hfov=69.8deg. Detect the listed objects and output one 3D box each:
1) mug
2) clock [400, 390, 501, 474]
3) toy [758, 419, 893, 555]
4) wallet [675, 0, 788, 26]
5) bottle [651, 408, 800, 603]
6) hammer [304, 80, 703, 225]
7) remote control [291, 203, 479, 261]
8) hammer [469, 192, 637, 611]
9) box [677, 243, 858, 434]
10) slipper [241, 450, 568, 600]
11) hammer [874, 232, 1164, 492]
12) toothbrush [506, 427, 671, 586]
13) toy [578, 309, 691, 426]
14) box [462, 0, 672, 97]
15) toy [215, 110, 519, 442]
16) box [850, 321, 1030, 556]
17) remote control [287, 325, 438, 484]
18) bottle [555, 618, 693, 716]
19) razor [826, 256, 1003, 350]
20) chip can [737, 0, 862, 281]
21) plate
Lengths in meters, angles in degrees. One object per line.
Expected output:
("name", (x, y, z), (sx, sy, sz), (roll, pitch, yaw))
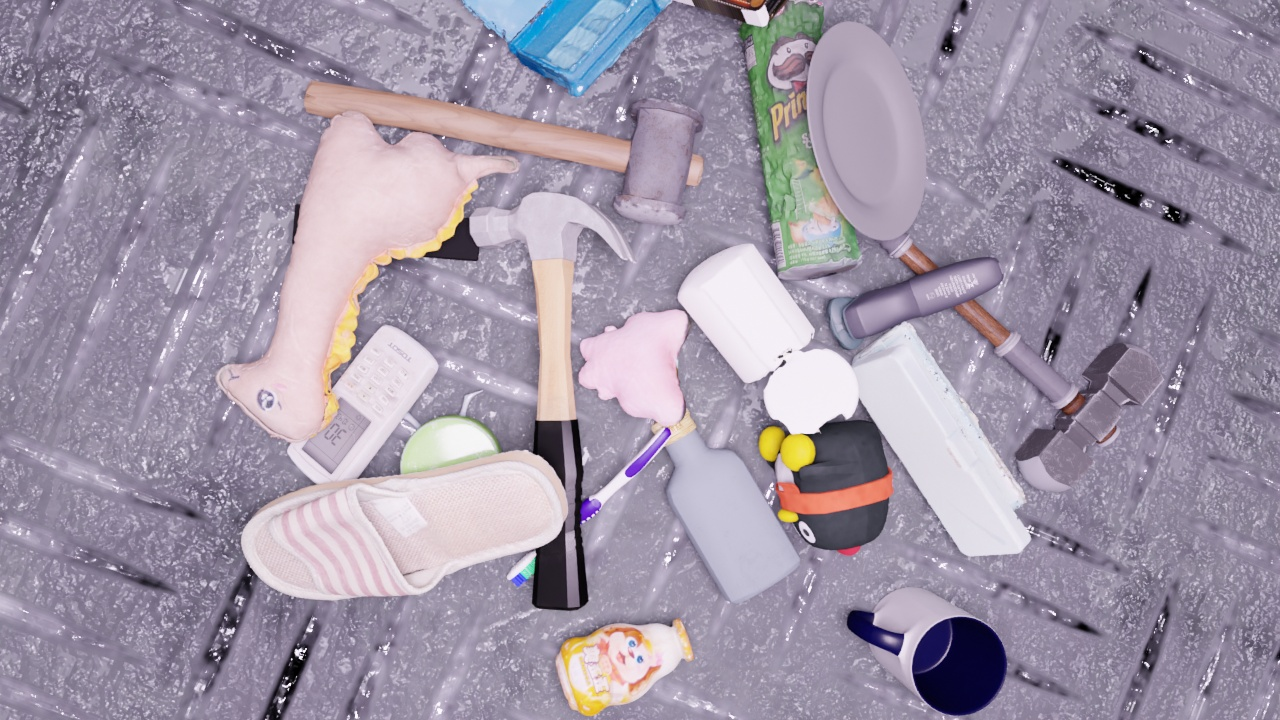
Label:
("mug", (0.227, 0.233, 0.759), (0.112, 0.097, 0.078), (18, 88, -6))
("clock", (-0.152, 0.092, 0.748), (0.094, 0.042, 0.119), (-18, 92, -5))
("toy", (0.159, 0.109, 0.755), (0.099, 0.097, 0.119), (-11, 93, -10))
("wallet", (0.072, -0.317, 0.748), (0.123, 0.019, 0.072), (34, 84, 35))
("bottle", (0.063, 0.116, 0.767), (0.072, 0.046, 0.161), (-30, 89, -5))
("hammer", (-0.110, -0.188, 0.756), (0.328, 0.052, 0.098), (11, 89, -3))
("remote control", (-0.209, -0.105, 0.758), (0.150, 0.013, 0.034), (4, 88, -5))
("hammer", (-0.067, 0.032, 0.732), (0.131, 0.039, 0.328), (-2, 89, 19))
("box", (0.102, -0.016, 0.739), (0.084, 0.118, 0.160), (-38, 96, -3))
("slipper", (-0.185, 0.131, 0.699), (0.263, 0.052, 0.115), (-14, 115, 11))
("hammer", (0.291, -0.041, 0.799), (0.322, 0.043, 0.156), (42, 86, -2))
("toothbrush", (-0.042, 0.121, 0.756), (0.187, 0.015, 0.016), (-43, 97, 8))
("toy", (-0.004, 0.004, 0.757), (0.093, 0.050, 0.102), (-2, 66, 9))
("box", (-0.030, -0.342, 0.760), (0.173, 0.066, 0.231), (42, 86, 14))
("toy", (-0.214, -0.059, 0.715), (0.196, 0.065, 0.264), (12, 88, 2))
("box", (0.264, 0.062, 0.786), (0.096, 0.086, 0.199), (-36, 95, -33))
("remote control", (-0.223, 0.039, 0.741), (0.060, 0.025, 0.138), (35, 86, 20))
("bottle", (-0.012, 0.246, 0.751), (0.108, 0.063, 0.063), (-19, 91, -6))
("razor", (0.227, -0.051, 0.762), (0.143, 0.052, 0.047), (-20, 96, 26))
("chip can", (0.133, -0.179, 0.764), (0.075, 0.075, 0.223), (-9, 91, -6))
("plate", (0.185, -0.186, 0.752), (0.178, 0.012, 0.178), (6, 81, -44))
